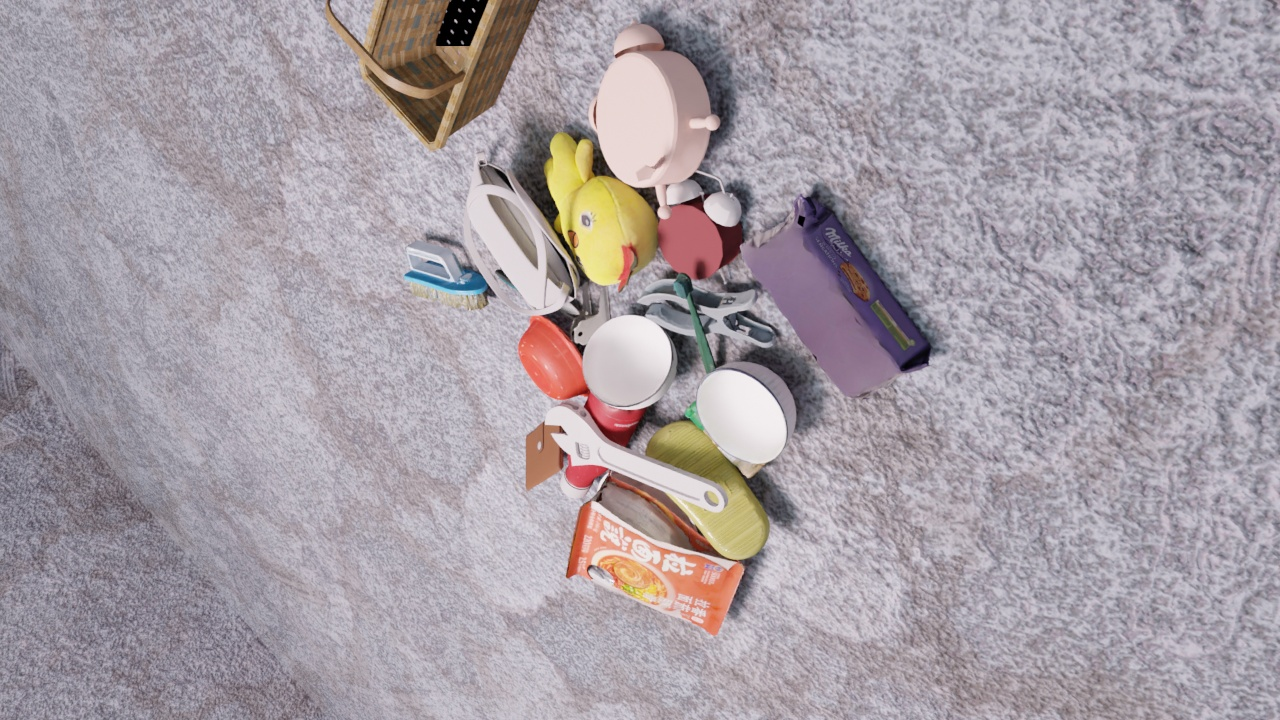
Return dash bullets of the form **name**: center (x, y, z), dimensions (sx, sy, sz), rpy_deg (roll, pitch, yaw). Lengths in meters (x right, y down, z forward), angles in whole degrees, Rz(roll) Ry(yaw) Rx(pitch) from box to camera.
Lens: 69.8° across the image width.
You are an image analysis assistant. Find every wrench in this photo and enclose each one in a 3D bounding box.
- **wrench**: center (-0.010, 0.116, 1.108), dimensions (0.274, 0.018, 0.087), rpy_deg (17, 124, 36)

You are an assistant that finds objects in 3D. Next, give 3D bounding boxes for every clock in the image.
- **clock**: center (0.064, -0.141, 0.971), dimensions (0.087, 0.044, 0.125), rpy_deg (26, 131, 28)
- **clock**: center (0.002, -0.242, 0.916), dimensions (0.160, 0.086, 0.131), rpy_deg (64, 144, 28)

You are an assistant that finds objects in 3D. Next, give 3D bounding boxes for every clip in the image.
- **clip**: center (0.076, -0.046, 1.027), dimensions (0.163, 0.027, 0.106), rpy_deg (9, 147, 40)
- **clip**: center (-0.060, -0.044, 1.149), dimensions (0.057, 0.053, 0.102), rpy_deg (-4, 119, 2)

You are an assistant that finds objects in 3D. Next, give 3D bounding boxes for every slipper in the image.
- **slipper**: center (0.088, 0.157, 1.125), dimensions (0.092, 0.081, 0.190), rpy_deg (-41, 71, 6)

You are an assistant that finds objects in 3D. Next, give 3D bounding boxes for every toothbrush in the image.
- **toothbrush**: center (0.065, -0.025, 1.017), dimensions (0.016, 0.017, 0.190), rpy_deg (16, 147, 30)

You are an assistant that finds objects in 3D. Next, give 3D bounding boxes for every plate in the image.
- **plate**: center (0.019, 0.213, 1.244), dimensions (0.174, 0.036, 0.174), rpy_deg (22, 129, 31)

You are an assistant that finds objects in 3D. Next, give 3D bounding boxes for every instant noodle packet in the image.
- **instant noodle packet**: center (0.023, 0.266, 1.217), dimensions (0.221, 0.083, 0.165), rpy_deg (25, 131, 13)

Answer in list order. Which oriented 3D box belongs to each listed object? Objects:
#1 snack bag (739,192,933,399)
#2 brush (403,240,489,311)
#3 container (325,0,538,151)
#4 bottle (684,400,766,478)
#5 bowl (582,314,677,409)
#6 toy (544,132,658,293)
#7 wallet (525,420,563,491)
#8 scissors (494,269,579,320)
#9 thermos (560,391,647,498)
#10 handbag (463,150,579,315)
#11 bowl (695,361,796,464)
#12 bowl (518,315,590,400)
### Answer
- **snack bag**: center (0.188, -0.056, 0.904), dimensions (0.205, 0.058, 0.097), rpy_deg (52, 139, 1)
- **brush**: center (-0.267, -0.118, 1.276), dimensions (0.136, 0.055, 0.075), rpy_deg (18, 132, 33)
- **container**: center (-0.234, -0.357, 0.995), dimensions (0.157, 0.185, 0.251), rpy_deg (47, 137, 8)
- **bottle**: center (0.103, 0.088, 1.084), dimensions (0.111, 0.043, 0.043), rpy_deg (46, 137, 8)
- **bowl**: center (-0.007, 0.006, 1.099), dimensions (0.114, 0.063, 0.113), rpy_deg (-5, 75, 19)
- **toy**: center (-0.050, -0.167, 1.029), dimensions (0.207, 0.092, 0.134), rpy_deg (50, 148, 20)
- **wallet**: center (-0.139, 0.130, 1.308), dimensions (0.121, 0.013, 0.087), rpy_deg (-37, 50, 54)
- **scissors**: center (-0.139, -0.101, 1.199), dimensions (0.131, 0.019, 0.150), rpy_deg (-11, 107, 46)
- **thermos**: center (-0.057, 0.108, 1.220), dimensions (0.073, 0.073, 0.241), rpy_deg (42, 137, 14)
- **handbag**: center (-0.146, -0.151, 1.060), dimensions (0.216, 0.095, 0.223), rpy_deg (55, 169, 0)
- **bowl**: center (0.127, 0.049, 1.024), dimensions (0.118, 0.062, 0.118), rpy_deg (23, 129, 31)
- **bowl**: center (-0.119, 0.005, 1.199), dimensions (0.130, 0.045, 0.131), rpy_deg (43, 157, 24)
